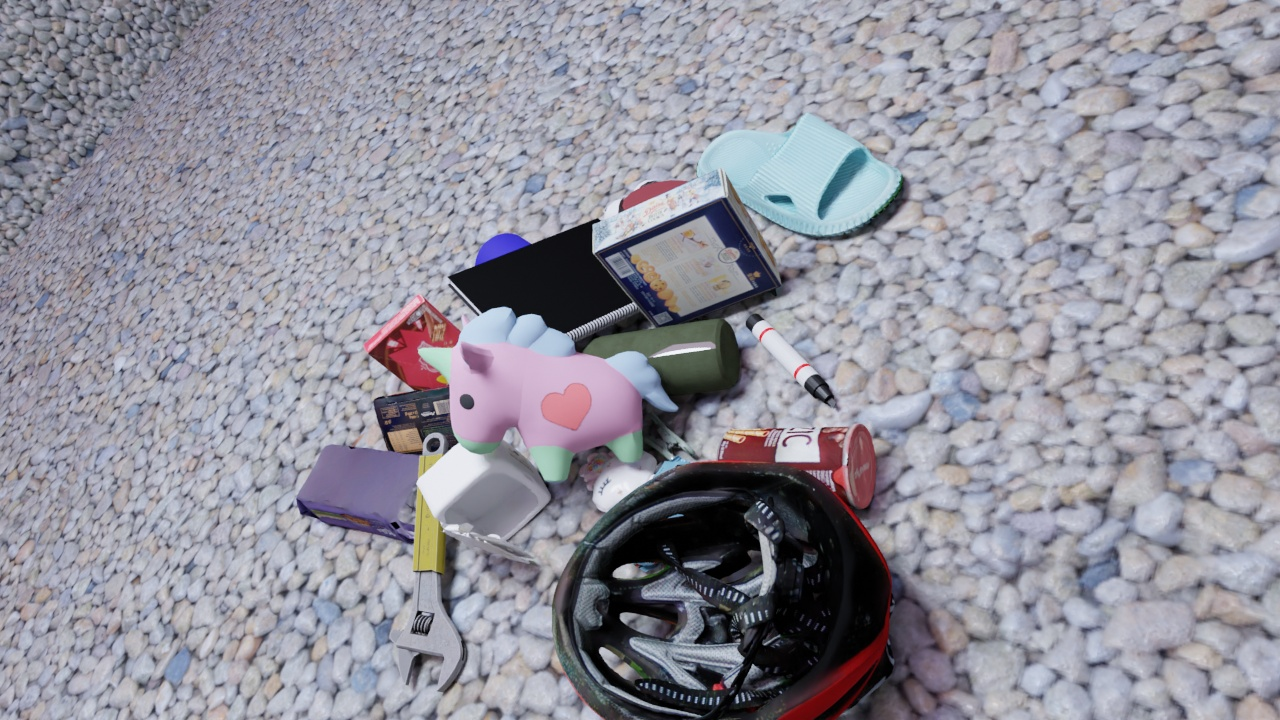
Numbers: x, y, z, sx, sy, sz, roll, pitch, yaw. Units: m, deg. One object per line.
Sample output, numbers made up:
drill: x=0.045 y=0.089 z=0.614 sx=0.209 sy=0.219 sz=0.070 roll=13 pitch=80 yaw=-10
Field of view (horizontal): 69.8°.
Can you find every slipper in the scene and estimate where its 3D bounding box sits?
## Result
slipper: x=0.156 y=-0.212 z=1.008 sx=0.276 sy=0.069 sz=0.116 roll=31 pitch=81 yaw=45

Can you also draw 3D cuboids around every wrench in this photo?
wrench: x=-0.216 y=0.201 z=0.953 sx=0.084 sy=0.018 sz=0.272 roll=-10 pitch=62 yaw=15

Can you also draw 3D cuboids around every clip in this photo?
clip: x=0.024 y=0.081 z=0.910 sx=0.047 sy=0.023 sz=0.076 roll=-49 pitch=43 yaw=-4

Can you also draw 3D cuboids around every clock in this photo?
clock: x=0.020 y=-0.169 z=1.057 sx=0.138 sy=0.048 sz=0.096 roll=18 pitch=44 yaw=36

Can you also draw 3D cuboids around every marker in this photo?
marker: x=0.147 y=0.000 z=0.889 sx=0.019 sy=0.019 sz=0.145 roll=-40 pitch=45 yaw=2

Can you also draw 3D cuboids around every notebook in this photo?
notebook: x=-0.084 y=-0.082 z=1.010 sx=0.206 sy=0.016 sz=0.149 roll=-27 pitch=55 yaw=-31

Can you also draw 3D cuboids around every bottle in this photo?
bottle: x=-0.006 y=0.005 z=0.938 sx=0.207 sy=0.071 sz=0.071 roll=-8 pitch=54 yaw=23

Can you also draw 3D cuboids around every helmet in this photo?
helmet: x=0.060 y=0.191 z=0.702 sx=0.273 sy=0.167 sz=0.217 roll=-7 pitch=55 yaw=30

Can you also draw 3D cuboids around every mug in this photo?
mug: x=-0.136 y=-0.112 z=1.132 sx=0.111 sy=0.079 sz=0.083 roll=-27 pitch=39 yaw=-26

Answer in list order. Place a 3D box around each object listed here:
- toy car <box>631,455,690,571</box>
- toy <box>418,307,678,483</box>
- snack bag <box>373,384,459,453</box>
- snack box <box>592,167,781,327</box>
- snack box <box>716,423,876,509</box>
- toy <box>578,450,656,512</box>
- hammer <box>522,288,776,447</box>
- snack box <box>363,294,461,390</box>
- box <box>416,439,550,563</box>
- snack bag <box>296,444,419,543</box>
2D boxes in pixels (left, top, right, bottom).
toy car: x=0.022 y=0.141 z=0.840 sx=0.107 sy=0.060 sz=0.027 roll=-54 pitch=2 yaw=-10
toy: x=-0.081 y=0.024 z=0.864 sx=0.222 sy=0.171 sz=0.120 roll=-14 pitch=18 yaw=-5
snack bag: x=-0.246 y=0.069 z=1.073 sx=0.155 sy=0.074 sz=0.018 roll=-9 pitch=12 yaw=29
snack box: x=0.048 y=-0.105 z=0.923 sx=0.145 sy=0.144 sz=0.042 roll=-21 pitch=48 yaw=20
snack box: x=0.134 y=0.091 z=0.793 sx=0.121 sy=0.072 sz=0.072 roll=-4 pitch=56 yaw=33
toy: x=-0.012 y=0.120 z=0.894 sx=0.125 sy=0.037 sz=0.075 roll=28 pitch=69 yaw=37
hammer: x=0.003 y=-0.004 z=0.995 sx=0.325 sy=0.015 sz=0.095 roll=-39 pitch=46 yaw=4
snack box: x=-0.247 y=-0.007 z=1.080 sx=0.089 sy=0.133 sz=0.021 roll=-43 pitch=44 yaw=0
box: x=-0.143 y=0.154 z=0.910 sx=0.103 sy=0.110 sz=0.130 roll=-42 pitch=44 yaw=0
snack bag: x=-0.312 y=0.149 z=1.062 sx=0.206 sy=0.058 sz=0.096 roll=2 pitch=59 yaw=35
